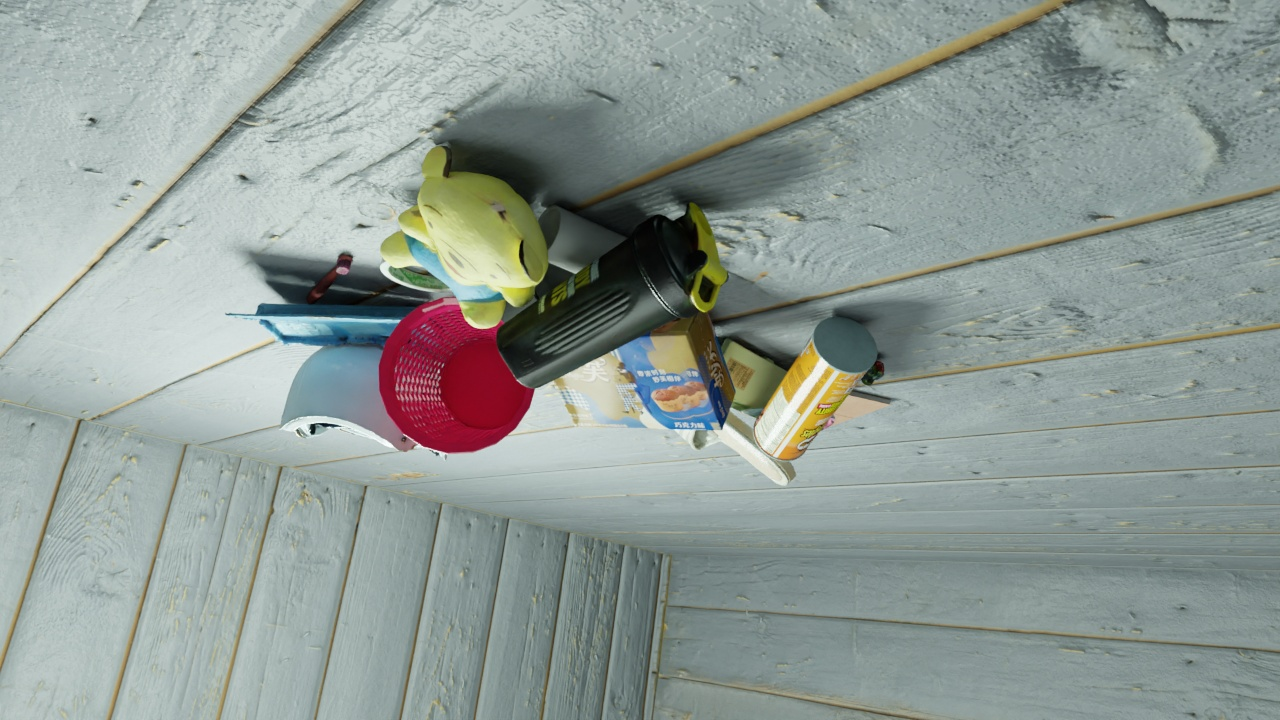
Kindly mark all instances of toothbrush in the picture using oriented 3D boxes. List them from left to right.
[{"bbox_3d":[-0.385,-0.095,1.129,0.016,0.016,0.190,16,161,-28],"label":"toothbrush"}]

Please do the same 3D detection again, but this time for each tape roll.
[{"bbox_3d":[-0.246,-0.103,1.042,0.094,0.018,0.094,7,163,2],"label":"tape roll"}]

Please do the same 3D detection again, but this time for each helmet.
[{"bbox_3d":[-0.387,0.050,1.353,0.237,0.163,0.264,8,170,13],"label":"helmet"}]

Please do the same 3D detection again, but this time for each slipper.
[{"bbox_3d":[0.090,0.088,1.246,0.273,0.054,0.115,33,158,19],"label":"slipper"}]

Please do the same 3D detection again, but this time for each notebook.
[{"bbox_3d":[0.257,0.070,1.382,0.141,0.008,0.210,13,162,-15],"label":"notebook"}]

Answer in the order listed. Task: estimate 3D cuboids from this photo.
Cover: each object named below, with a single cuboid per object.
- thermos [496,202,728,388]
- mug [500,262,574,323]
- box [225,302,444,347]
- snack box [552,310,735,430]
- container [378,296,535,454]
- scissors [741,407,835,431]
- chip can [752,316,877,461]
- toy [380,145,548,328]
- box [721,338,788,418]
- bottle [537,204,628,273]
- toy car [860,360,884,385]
[{"bbox_3d":[-0.027,-0.051,0.841,0.221,0.098,0.098,-29,148,22],"label":"thermos"},{"bbox_3d":[-0.115,-0.086,0.960,0.113,0.078,0.088,45,149,-19],"label":"mug"},{"bbox_3d":[-0.384,-0.053,1.183,0.231,0.047,0.177,2,171,1],"label":"box"},{"bbox_3d":[-0.007,0.006,1.097,0.203,0.069,0.155,-1,132,26],"label":"snack box"},{"bbox_3d":[-0.214,0.026,1.179,0.183,0.183,0.226,8,175,0],"label":"container"},{"bbox_3d":[0.209,0.061,1.230,0.170,0.013,0.173,6,133,-32],"label":"scissors"},{"bbox_3d":[0.203,0.040,1.098,0.075,0.075,0.216,10,146,-8],"label":"chip can"},{"bbox_3d":[-0.153,-0.109,0.845,0.149,0.083,0.214,38,157,-9],"label":"toy"},{"bbox_3d":[0.135,0.032,1.212,0.091,0.077,0.187,-8,158,39],"label":"box"},{"bbox_3d":[-0.013,-0.093,0.909,0.195,0.052,0.053,20,159,-34],"label":"bottle"},{"bbox_3d":[0.257,0.010,1.143,0.091,0.036,0.042,7,162,6],"label":"toy car"}]
